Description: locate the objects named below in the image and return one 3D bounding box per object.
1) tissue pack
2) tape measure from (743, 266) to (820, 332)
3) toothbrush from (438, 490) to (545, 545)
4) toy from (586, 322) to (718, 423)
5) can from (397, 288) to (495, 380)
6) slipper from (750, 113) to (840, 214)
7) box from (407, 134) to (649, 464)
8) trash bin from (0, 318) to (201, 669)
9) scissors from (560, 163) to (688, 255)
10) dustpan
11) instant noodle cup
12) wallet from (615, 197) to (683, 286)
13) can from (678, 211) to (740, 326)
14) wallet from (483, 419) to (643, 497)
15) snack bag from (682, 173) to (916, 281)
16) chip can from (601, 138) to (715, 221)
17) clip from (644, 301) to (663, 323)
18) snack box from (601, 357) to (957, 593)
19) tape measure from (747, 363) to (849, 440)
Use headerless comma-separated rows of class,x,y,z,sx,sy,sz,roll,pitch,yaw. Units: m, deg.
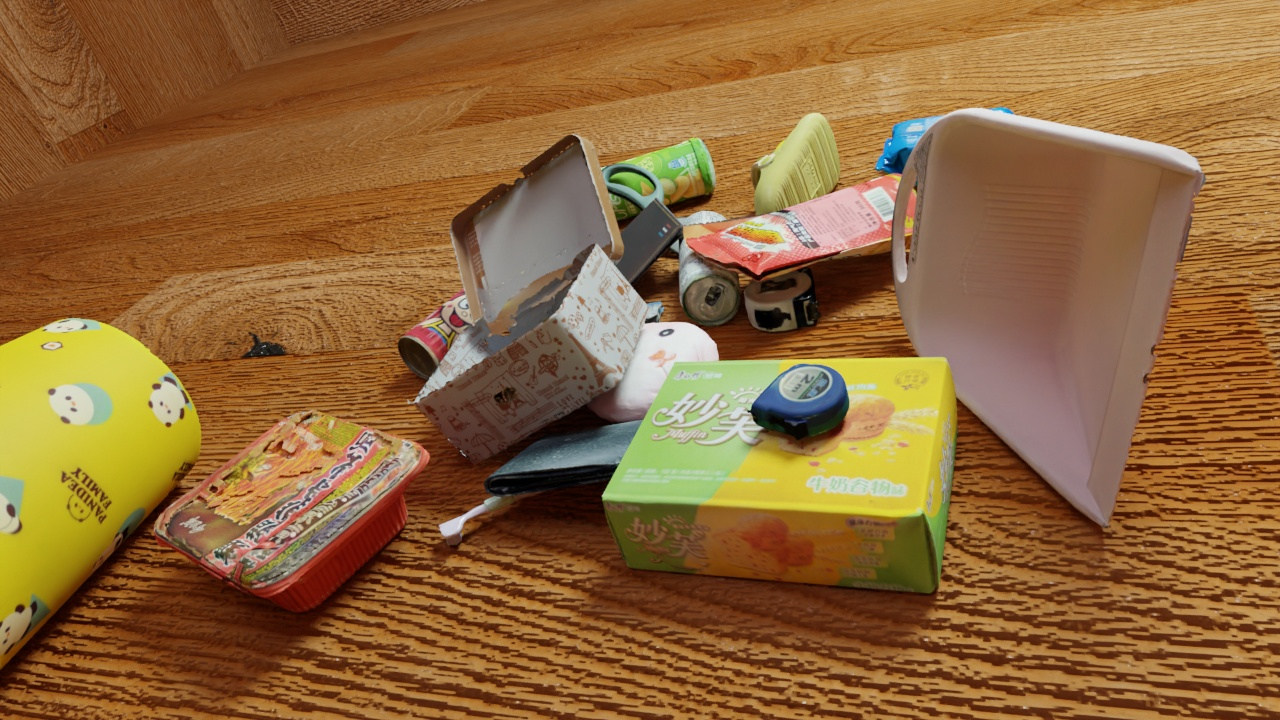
tissue pack,0.339,-0.230,0.996,0.157,0.052,0.094,-3,32,23
tape measure,0.129,-0.055,0.843,0.066,0.034,0.065,-10,30,11
toothbrush,-0.066,0.095,0.718,0.189,0.021,0.029,-24,0,-13
toy,-0.005,0.005,0.801,0.121,0.054,0.159,-34,27,-20
can,-0.187,-0.039,0.954,0.053,0.053,0.132,9,40,36
slipper,0.158,-0.204,1.013,0.082,0.092,0.190,3,40,34
box,-0.094,-0.055,0.809,0.179,0.124,0.273,-29,46,29
trash bin,-0.525,0.102,0.754,0.230,0.230,0.254,-5,28,20
scissors,-0.009,-0.169,1.045,0.173,0.019,0.178,-8,62,14
dustpan,0.240,-0.051,0.619,0.139,0.223,0.272,6,24,13
instant noodle cup,-0.268,0.120,0.721,0.189,0.079,0.164,12,41,37
wallet,-0.009,-0.112,0.970,0.122,0.020,0.096,-45,29,10
can,0.067,-0.094,0.910,0.058,0.058,0.146,-12,31,9
wallet,-0.047,0.071,0.703,0.121,0.019,0.097,-11,14,27
snack bag,0.158,-0.119,0.856,0.207,0.073,0.128,-16,31,-17
chip can,-0.019,-0.209,1.121,0.221,0.073,0.072,-17,31,1
clip,0.009,-0.044,0.899,0.025,0.030,0.057,-10,26,9
snack box,0.099,0.070,0.625,0.210,0.070,0.157,-1,35,25
tape measure,0.107,0.027,0.595,0.054,0.025,0.058,19,50,41
